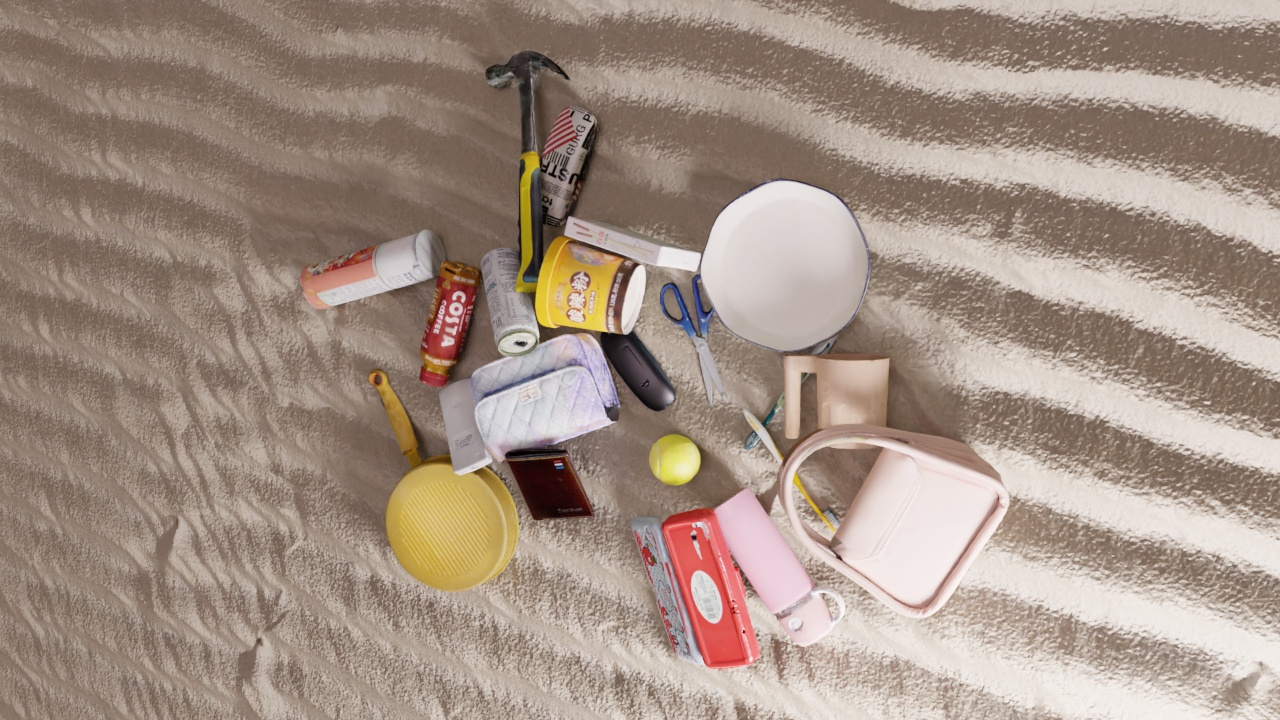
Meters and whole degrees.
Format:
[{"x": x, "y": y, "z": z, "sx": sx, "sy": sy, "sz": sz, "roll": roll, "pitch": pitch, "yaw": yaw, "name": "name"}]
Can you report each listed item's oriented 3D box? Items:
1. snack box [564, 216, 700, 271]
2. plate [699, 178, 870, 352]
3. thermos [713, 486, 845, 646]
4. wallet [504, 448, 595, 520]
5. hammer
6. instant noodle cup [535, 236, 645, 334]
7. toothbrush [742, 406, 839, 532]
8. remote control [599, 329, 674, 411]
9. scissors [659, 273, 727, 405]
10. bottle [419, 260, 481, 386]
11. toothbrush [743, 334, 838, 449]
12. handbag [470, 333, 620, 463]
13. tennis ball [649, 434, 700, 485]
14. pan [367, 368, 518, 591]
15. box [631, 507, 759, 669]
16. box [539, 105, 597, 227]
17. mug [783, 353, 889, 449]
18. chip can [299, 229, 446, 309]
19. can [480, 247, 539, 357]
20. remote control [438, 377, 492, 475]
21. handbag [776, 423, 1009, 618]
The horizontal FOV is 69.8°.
[{"x": -0.011, "y": -0.146, "z": 1.148, "sx": 0.157, "sy": 0.084, "sz": 0.027, "roll": 22, "pitch": 103, "yaw": 35, "name": "snack box"}, {"x": 0.177, "y": -0.113, "z": 1.115, "sx": 0.205, "sy": 0.045, "sz": 0.205, "roll": 1, "pitch": 93, "yaw": 22, "name": "plate"}, {"x": 0.169, "y": 0.250, "z": 1.132, "sx": 0.087, "sy": 0.067, "sz": 0.198, "roll": -41, "pitch": 77, "yaw": 29, "name": "thermos"}, {"x": -0.121, "y": 0.169, "z": 1.240, "sx": 0.096, "sy": 0.020, "sz": 0.122, "roll": -3, "pitch": 126, "yaw": 22, "name": "wallet"}, {"x": -0.145, "y": -0.250, "z": 1.202, "sx": 0.126, "sy": 0.031, "sz": 0.323, "roll": -9, "pitch": 80, "yaw": 34, "name": "hammer"}, {"x": -0.061, "y": -0.090, "z": 1.180, "sx": 0.114, "sy": 0.118, "sz": 0.118, "roll": 14, "pitch": 99, "yaw": 12, "name": "instant noodle cup"}, {"x": 0.186, "y": 0.133, "z": 1.135, "sx": 0.018, "sy": 0.016, "sz": 0.191, "roll": -37, "pitch": 87, "yaw": 5, "name": "toothbrush"}, {"x": -0.007, "y": 0.007, "z": 1.210, "sx": 0.053, "sy": 0.024, "sz": 0.136, "roll": -41, "pitch": 79, "yaw": 19, "name": "remote control"}, {"x": 0.068, "y": -0.026, "z": 1.184, "sx": 0.133, "sy": 0.012, "sz": 0.173, "roll": 15, "pitch": 100, "yaw": 19, "name": "scissors"}, {"x": -0.272, "y": -0.050, "z": 1.295, "sx": 0.057, "sy": 0.057, "sz": 0.175, "roll": 20, "pitch": 101, "yaw": 20, "name": "bottle"}, {"x": 0.185, "y": 0.038, "z": 1.138, "sx": 0.016, "sy": 0.018, "sz": 0.192, "roll": 40, "pitch": 108, "yaw": 14, "name": "toothbrush"}, {"x": -0.134, "y": 0.049, "z": 1.237, "sx": 0.194, "sy": 0.075, "sz": 0.134, "roll": -21, "pitch": 86, "yaw": 23, "name": "handbag"}, {"x": 0.044, "y": 0.127, "z": 1.175, "sx": 0.065, "sy": 0.065, "sz": 0.065, "roll": 2, "pitch": 94, "yaw": 22, "name": "tennis ball"}, {"x": -0.312, "y": 0.166, "z": 1.335, "sx": 0.198, "sy": 0.078, "sz": 0.357, "roll": -35, "pitch": 87, "yaw": 17, "name": "pan"}, {"x": 0.062, "y": 0.290, "z": 1.161, "sx": 0.162, "sy": 0.058, "sz": 0.201, "roll": -17, "pitch": 92, "yaw": 45, "name": "box"}, {"x": -0.106, "y": -0.257, "z": 1.218, "sx": 0.069, "sy": 0.052, "sz": 0.164, "roll": 28, "pitch": 105, "yaw": 39, "name": "box"}, {"x": 0.230, "y": 0.046, "z": 1.086, "sx": 0.125, "sy": 0.084, "sz": 0.103, "roll": 2, "pitch": 96, "yaw": 24, "name": "mug"}, {"x": -0.389, "y": -0.129, "z": 1.330, "sx": 0.215, "sy": 0.071, "sz": 0.071, "roll": -12, "pitch": 89, "yaw": 23, "name": "chip can"}, {"x": -0.174, "y": -0.079, "z": 1.222, "sx": 0.058, "sy": 0.058, "sz": 0.146, "roll": -30, "pitch": 56, "yaw": 21, "name": "can"}, {"x": -0.246, "y": 0.091, "z": 1.288, "sx": 0.056, "sy": 0.019, "sz": 0.135, "roll": -25, "pitch": 61, "yaw": 12, "name": "remote control"}, {"x": 0.267, "y": 0.161, "z": 1.033, "sx": 0.234, "sy": 0.093, "sz": 0.193, "roll": 24, "pitch": 105, "yaw": -5, "name": "handbag"}]
